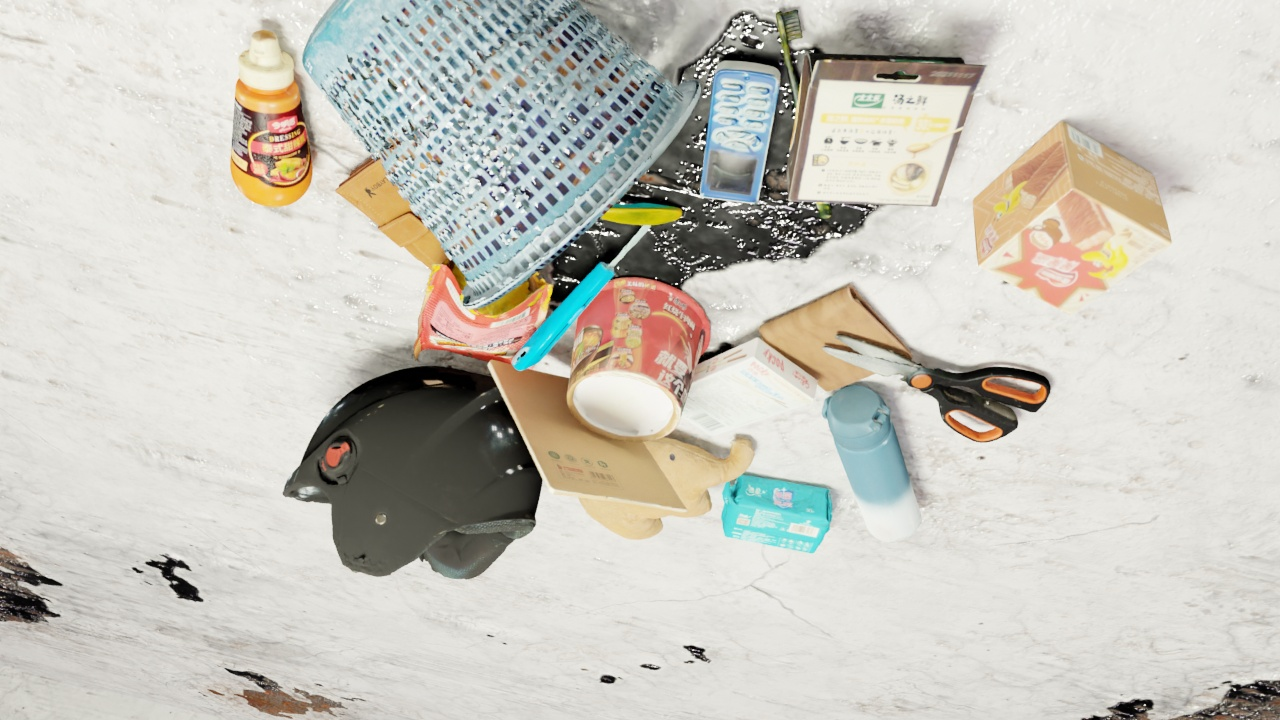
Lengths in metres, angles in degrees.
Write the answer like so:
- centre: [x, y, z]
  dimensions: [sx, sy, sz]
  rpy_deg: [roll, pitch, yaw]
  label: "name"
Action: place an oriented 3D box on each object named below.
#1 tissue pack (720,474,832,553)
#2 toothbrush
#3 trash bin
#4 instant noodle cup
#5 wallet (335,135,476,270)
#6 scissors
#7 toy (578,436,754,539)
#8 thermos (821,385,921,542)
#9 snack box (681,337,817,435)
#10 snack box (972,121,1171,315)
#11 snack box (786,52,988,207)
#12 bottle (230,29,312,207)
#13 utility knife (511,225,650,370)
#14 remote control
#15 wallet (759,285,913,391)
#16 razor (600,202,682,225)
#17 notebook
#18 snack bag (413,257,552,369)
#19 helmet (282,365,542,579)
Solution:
- centre: [0.161, 0.183, 1.099]
  dimensions: [0.133, 0.050, 0.093]
  rpy_deg: [10, 143, 4]
  label: "tissue pack"
- centre: [0.128, -0.181, 0.696]
  dimensions: [0.017, 0.012, 0.186]
  rpy_deg: [-13, 136, 13]
  label: "toothbrush"
- centre: [-0.104, -0.181, 0.621]
  dimensions: [0.227, 0.225, 0.195]
  rpy_deg: [-28, 114, 39]
  label: "trash bin"
- centre: [-0.005, 0.005, 0.881]
  dimensions: [0.138, 0.108, 0.138]
  rpy_deg: [7, 141, 6]
  label: "instant noodle cup"
- centre: [-0.190, -0.135, 0.822]
  dimensions: [0.108, 0.031, 0.132]
  rpy_deg: [-21, 130, 32]
  label: "wallet"
- centre: [0.287, 0.009, 0.872]
  dimensions: [0.161, 0.021, 0.234]
  rpy_deg: [-30, 126, 32]
  label: "scissors"
- centre: [0.023, 0.138, 1.065]
  dimensions: [0.143, 0.082, 0.227]
  rpy_deg: [34, 133, -30]
  label: "toy"
- centre: [0.249, 0.111, 0.980]
  dimensions: [0.070, 0.070, 0.220]
  rpy_deg: [-8, 136, 23]
  label: "thermos"
- centre: [0.094, 0.031, 0.933]
  dimensions: [0.084, 0.026, 0.157]
  rpy_deg: [34, 145, -24]
  label: "snack box"
- centre: [0.318, -0.104, 0.686]
  dimensions: [0.092, 0.076, 0.095]
  rpy_deg: [24, 140, -15]
  label: "snack box"
- centre: [0.170, -0.170, 0.656]
  dimensions: [0.113, 0.053, 0.126]
  rpy_deg: [3, 138, 1]
  label: "snack box"
- centre: [-0.305, -0.200, 0.754]
  dimensions: [0.067, 0.066, 0.150]
  rpy_deg: [15, 134, -4]
  label: "bottle"
- centre: [-0.053, -0.059, 0.851]
  dimensions: [0.204, 0.034, 0.018]
  rpy_deg: [-46, 75, 30]
  label: "utility knife"
- centre: [0.076, -0.173, 0.708]
  dimensions: [0.049, 0.024, 0.125]
  rpy_deg: [9, 140, 4]
  label: "remote control"
- centre: [0.187, -0.017, 0.875]
  dimensions: [0.101, 0.020, 0.115]
  rpy_deg: [-24, 132, 36]
  label: "wallet"
- centre: [-0.030, -0.134, 0.786]
  dimensions: [0.132, 0.028, 0.043]
  rpy_deg: [10, 138, -1]
  label: "razor"
- centre: [-0.055, 0.070, 0.887]
  dimensions: [0.147, 0.207, 0.008]
  rpy_deg: [14, 114, -33]
  label: "notebook"
- centre: [-0.153, -0.038, 0.891]
  dimensions: [0.128, 0.073, 0.208]
  rpy_deg: [7, 157, -12]
  label: "snack bag"
- centre: [-0.237, 0.117, 0.989]
  dimensions: [0.275, 0.230, 0.233]
  rpy_deg: [9, 166, 13]
  label: "helmet"
